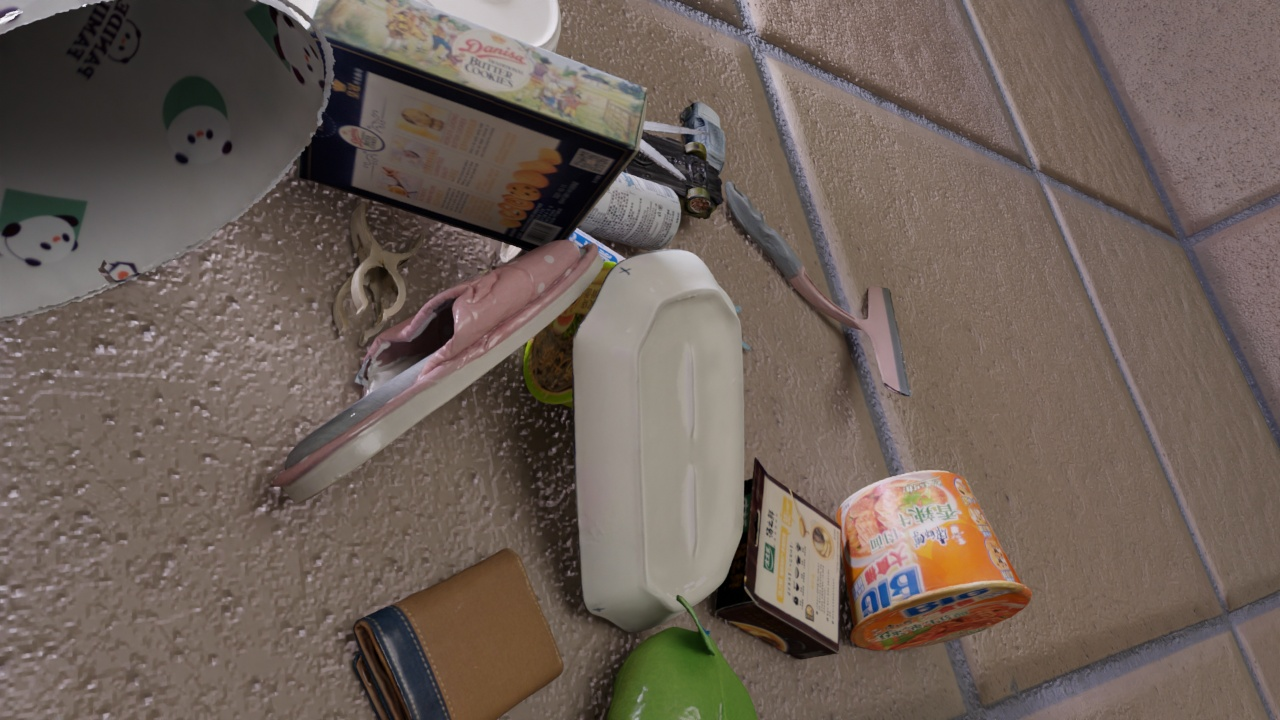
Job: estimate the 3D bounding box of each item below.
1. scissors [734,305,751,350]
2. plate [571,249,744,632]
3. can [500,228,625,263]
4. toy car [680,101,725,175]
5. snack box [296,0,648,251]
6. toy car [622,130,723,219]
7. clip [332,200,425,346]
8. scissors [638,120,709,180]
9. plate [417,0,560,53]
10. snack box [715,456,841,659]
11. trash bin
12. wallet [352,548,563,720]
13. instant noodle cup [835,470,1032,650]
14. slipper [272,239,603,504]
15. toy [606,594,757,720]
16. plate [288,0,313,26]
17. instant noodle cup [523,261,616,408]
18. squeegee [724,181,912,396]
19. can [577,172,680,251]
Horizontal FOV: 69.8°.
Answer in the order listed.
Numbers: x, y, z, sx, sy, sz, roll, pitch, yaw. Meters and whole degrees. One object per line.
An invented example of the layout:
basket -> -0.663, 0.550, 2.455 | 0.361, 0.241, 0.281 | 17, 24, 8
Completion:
scissors -> 0.052, -0.051, 0.829 | 0.133, 0.017, 0.118 | -11, 71, -52
plate -> 0.024, 0.059, 0.620 | 0.161, 0.034, 0.266 | -14, 108, -46
can -> -0.040, -0.066, 0.715 | 0.134, 0.053, 0.053 | 29, 49, -30
toy car -> 0.066, -0.226, 0.932 | 0.043, 0.034, 0.090 | 23, 51, -30
snack box -> -0.111, -0.136, 0.558 | 0.182, 0.178, 0.045 | 17, 72, -17
toy car -> 0.007, -0.177, 0.834 | 0.158, 0.042, 0.070 | 17, 53, -23
clip -> -0.173, -0.058, 0.598 | 0.070, 0.035, 0.099 | 29, 44, -28
scissors -> -0.025, -0.205, 0.795 | 0.159, 0.014, 0.178 | -27, 60, -34
plate -> -0.149, -0.318, 0.766 | 0.204, 0.046, 0.204 | 24, 51, -34
snack box -> 0.108, 0.158, 0.725 | 0.125, 0.053, 0.113 | 35, 46, -28
trash bin -> -0.307, -0.179, 0.406 | 0.252, 0.230, 0.228 | 54, 41, 3
wallet -> -0.102, 0.169, 0.532 | 0.115, 0.033, 0.090 | -20, 84, -49
instant noodle cup -> 0.240, 0.170, 0.789 | 0.151, 0.152, 0.111 | 19, 47, -36
slipper -> -0.119, -0.012, 0.566 | 0.054, 0.114, 0.273 | 55, 47, -11
toy -> 0.023, 0.273, 0.550 | 0.227, 0.090, 0.246 | 32, 44, -28
plate -> -0.288, -0.273, 0.606 | 0.192, 0.039, 0.192 | 23, 52, -34
instant noodle cup -> -0.004, 0.004, 0.678 | 0.123, 0.112, 0.111 | 32, 47, -38
squeegee -> 0.170, -0.092, 0.951 | 0.249, 0.040, 0.247 | 41, 28, -12
can -> -0.036, -0.132, 0.755 | 0.146, 0.058, 0.058 | 9, 61, -41
